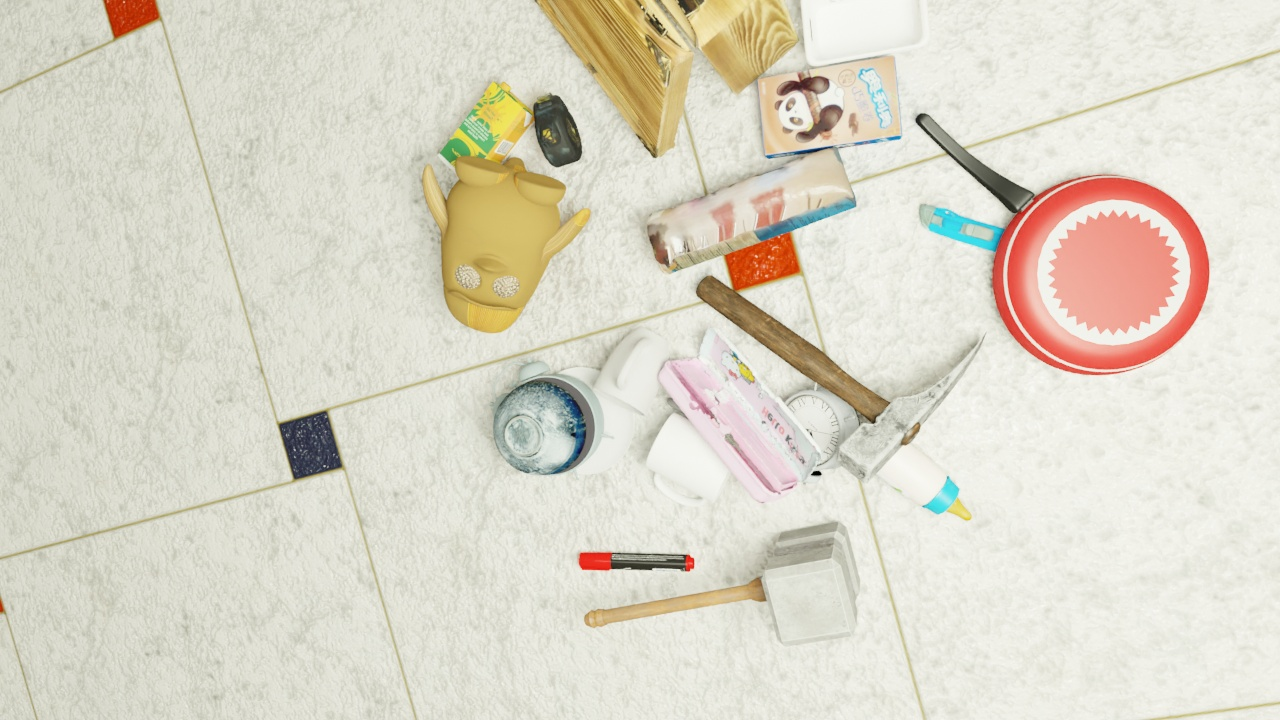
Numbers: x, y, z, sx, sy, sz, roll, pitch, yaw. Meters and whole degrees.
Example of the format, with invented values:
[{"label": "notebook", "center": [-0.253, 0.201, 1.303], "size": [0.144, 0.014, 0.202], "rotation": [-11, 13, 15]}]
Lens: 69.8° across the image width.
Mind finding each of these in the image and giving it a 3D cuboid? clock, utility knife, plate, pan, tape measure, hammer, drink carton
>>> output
[{"label": "clock", "center": [0.193, 0.087, 1.044], "size": [0.094, 0.035, 0.123], "rotation": [49, 122, 30]}, {"label": "utility knife", "center": [0.387, -0.134, 0.998], "size": [0.173, 0.015, 0.031], "rotation": [18, 101, 11]}, {"label": "plate", "center": [-0.071, 0.075, 1.145], "size": [0.135, 0.011, 0.134], "rotation": [2, 96, 15]}, {"label": "clock", "center": [-0.115, 0.069, 1.127], "size": [0.159, 0.045, 0.123], "rotation": [43, 104, 9]}, {"label": "pan", "center": [0.425, -0.140, 0.957], "size": [0.356, 0.067, 0.209], "rotation": [45, 96, 4]}, {"label": "tape measure", "center": [-0.097, -0.268, 1.089], "size": [0.042, 0.072, 0.071], "rotation": [-18, 62, 11]}, {"label": "hammer", "center": [0.206, -0.029, 1.028], "size": [0.217, 0.037, 0.300], "rotation": [-42, 62, -19]}, {"label": "drink carton", "center": [-0.185, -0.277, 1.127], "size": [0.058, 0.041, 0.123], "rotation": [43, 105, 8]}, {"label": "hammer", "center": [0.082, 0.270, 1.044], "size": [0.318, 0.162, 0.083], "rotation": [-14, 91, 16]}]

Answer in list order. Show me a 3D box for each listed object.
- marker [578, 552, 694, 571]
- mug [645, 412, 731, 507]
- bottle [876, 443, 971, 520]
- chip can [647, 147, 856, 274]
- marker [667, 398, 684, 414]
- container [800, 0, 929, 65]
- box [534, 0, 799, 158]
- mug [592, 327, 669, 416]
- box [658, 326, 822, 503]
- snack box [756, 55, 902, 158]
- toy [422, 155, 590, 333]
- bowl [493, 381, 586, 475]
[{"label": "marker", "center": [-0.005, 0.251, 1.140], "size": [0.145, 0.021, 0.023], "rotation": [-2, 117, 16]}, {"label": "mug", "center": [0.058, 0.128, 1.091], "size": [0.090, 0.073, 0.111], "rotation": [27, 127, 11]}, {"label": "bottle", "center": [0.309, 0.131, 1.026], "size": [0.146, 0.051, 0.051], "rotation": [39, 104, 9]}, {"label": "chip can", "center": [0.122, -0.168, 1.035], "size": [0.230, 0.079, 0.080], "rotation": [-19, 90, 16]}, {"label": "marker", "center": [0.092, 0.079, 1.096], "size": [0.139, 0.022, 0.016], "rotation": [27, 115, 10]}, {"label": "container", "center": [0.243, -0.366, 0.996], "size": [0.129, 0.049, 0.081], "rotation": [-5, 94, 16]}, {"label": "box", "center": [-0.007, -0.396, 0.953], "size": [0.216, 0.257, 0.279], "rotation": [-36, 85, 13]}, {"label": "mug", "center": [-0.006, 0.006, 1.071], "size": [0.071, 0.107, 0.089], "rotation": [27, 82, 8]}, {"label": "box", "center": [0.120, 0.054, 1.031], "size": [0.202, 0.087, 0.096], "rotation": [52, 119, 23]}, {"label": "snack box", "center": [0.210, -0.280, 1.022], "size": [0.151, 0.034, 0.087], "rotation": [-6, 93, 15]}, {"label": "toy", "center": [-0.174, -0.128, 1.086], "size": [0.198, 0.162, 0.204], "rotation": [15, 111, -4]}, {"label": "bowl", "center": [-0.126, 0.085, 1.077], "size": [0.114, 0.060, 0.114], "rotation": [2, 98, 15]}]
